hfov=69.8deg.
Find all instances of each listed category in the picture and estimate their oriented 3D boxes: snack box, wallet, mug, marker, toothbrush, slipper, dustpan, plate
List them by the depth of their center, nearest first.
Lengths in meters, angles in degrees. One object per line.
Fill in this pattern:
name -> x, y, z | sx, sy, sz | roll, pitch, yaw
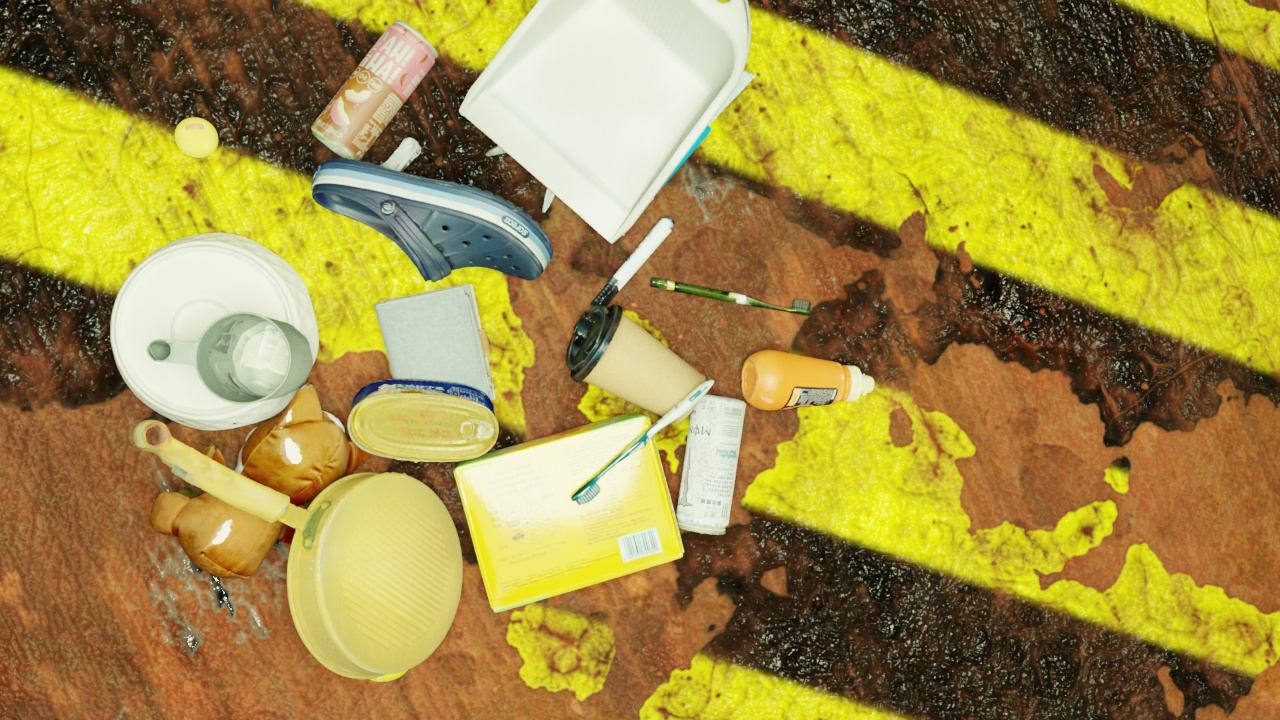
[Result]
mug -> -0.383, -0.004, 0.870 | 0.124, 0.103, 0.083 | 6, 89, -7
dustpan -> -0.021, -0.296, 0.924 | 0.222, 0.143, 0.257 | 41, 83, -3
slipper -> -0.216, -0.132, 0.936 | 0.253, 0.105, 0.095 | 18, 80, -5
plate -> -0.439, -0.030, 0.938 | 0.205, 0.045, 0.205 | 0, 90, -8
toothbrush -> 0.005, 0.083, 0.940 | 0.191, 0.016, 0.018 | -40, 105, -9
wallet -> -0.212, -0.009, 0.968 | 0.106, 0.037, 0.130 | -13, 105, -10
snack box -> -0.076, 0.156, 0.971 | 0.210, 0.070, 0.157 | -15, 91, -7
marker -> -0.007, -0.106, 1.006 | 0.130, 0.022, 0.018 | -50, 122, -4
toothbrush -> 0.102, -0.073, 1.024 | 0.186, 0.012, 0.017 | 10, 83, -7

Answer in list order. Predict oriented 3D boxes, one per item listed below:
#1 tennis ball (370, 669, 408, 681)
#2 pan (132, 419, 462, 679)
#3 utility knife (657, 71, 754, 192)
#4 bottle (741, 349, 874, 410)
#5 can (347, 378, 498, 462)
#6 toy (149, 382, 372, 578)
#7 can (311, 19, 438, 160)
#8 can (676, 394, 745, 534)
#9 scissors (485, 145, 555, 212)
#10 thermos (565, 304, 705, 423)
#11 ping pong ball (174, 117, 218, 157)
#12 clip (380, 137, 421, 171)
tennis ball -> -0.264, 0.298, 0.949 | 0.065, 0.065, 0.065 | 0, 90, -7
pan -> -0.304, 0.160, 0.853 | 0.357, 0.078, 0.197 | 52, 38, -38
utility knife -> 0.048, -0.240, 1.014 | 0.034, 0.018, 0.223 | 43, 86, -4
bottle -> 0.189, 0.024, 1.013 | 0.149, 0.067, 0.066 | 3, 89, -15
can -> -0.221, 0.061, 0.939 | 0.148, 0.049, 0.075 | 4, 110, -14
toy -> -0.373, 0.119, 0.920 | 0.199, 0.140, 0.130 | -44, 53, -7
can -> -0.276, -0.278, 0.953 | 0.058, 0.058, 0.147 | 36, 85, -6
can -> 0.076, 0.111, 0.996 | 0.058, 0.058, 0.146 | 9, 89, -7
scissors -> -0.059, -0.273, 1.000 | 0.221, 0.022, 0.232 | -2, 89, -6
thermos -> -0.006, 0.006, 0.976 | 0.143, 0.093, 0.093 | 31, 86, -15
ping pong ball -> -0.454, -0.228, 0.939 | 0.040, 0.040, 0.040 | 0, 90, -7
clip -> -0.256, -0.211, 0.975 | 0.025, 0.036, 0.058 | 42, 85, -3
